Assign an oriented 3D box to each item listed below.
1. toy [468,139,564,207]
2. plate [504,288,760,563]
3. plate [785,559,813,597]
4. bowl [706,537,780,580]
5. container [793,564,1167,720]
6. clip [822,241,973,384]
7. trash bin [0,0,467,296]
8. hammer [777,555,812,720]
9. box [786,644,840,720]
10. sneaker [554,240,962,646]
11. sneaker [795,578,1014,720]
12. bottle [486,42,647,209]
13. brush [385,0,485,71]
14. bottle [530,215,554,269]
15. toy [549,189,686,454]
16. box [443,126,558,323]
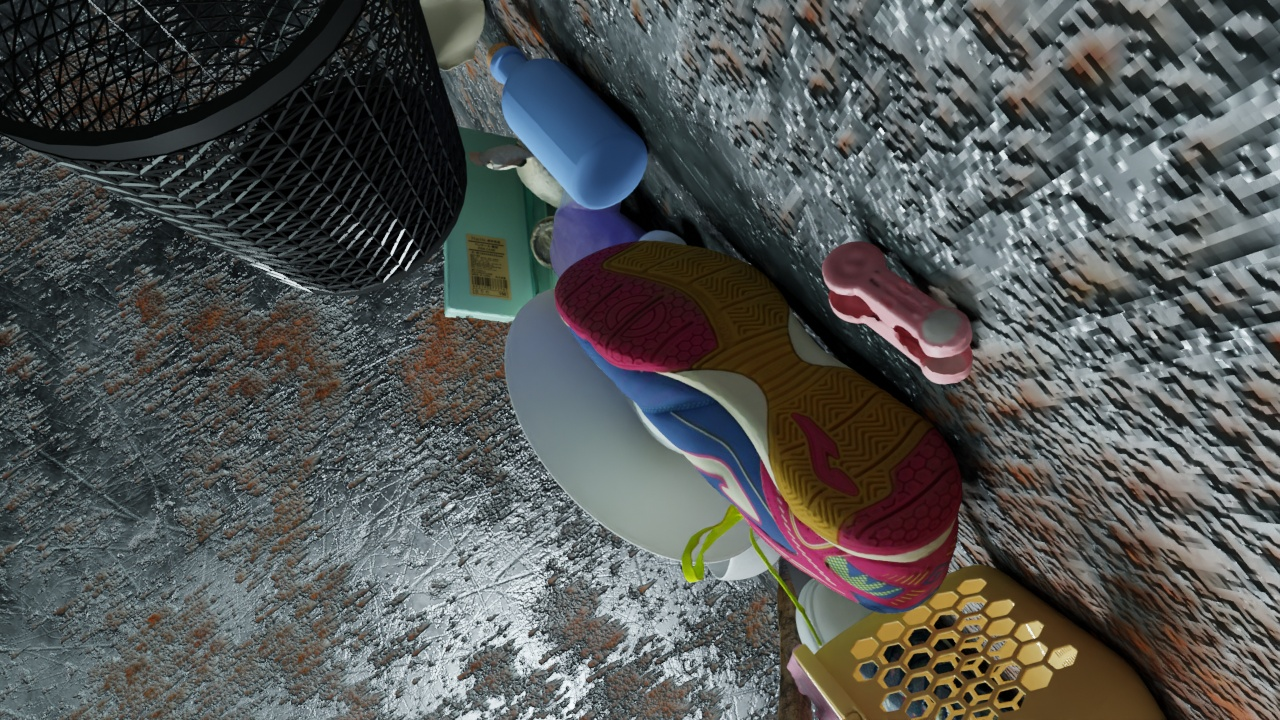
[{"bbox_3d":[-0.064,-0.136,0.656,0.112,0.050,0.087,29,-167,-39],"label":"toy"},{"bbox_3d":[0.014,0.029,0.634,0.229,0.030,0.228,27,-141,-24],"label":"plate"},{"bbox_3d":[0.168,0.204,0.804,0.173,0.019,0.172,54,-161,-30],"label":"plate"},{"bbox_3d":[0.086,0.109,0.754,0.132,0.064,0.132,174,91,-78],"label":"bowl"},{"bbox_3d":[0.146,0.209,0.399,0.183,0.167,0.129,56,175,-21],"label":"container"},{"bbox_3d":[0.080,-0.020,0.288,0.059,0.023,0.041,44,167,30],"label":"clip"},{"bbox_3d":[-0.210,-0.155,0.518,0.217,0.217,0.243,52,174,17],"label":"trash bin"},{"bbox_3d":[0.136,0.231,0.790,0.120,0.033,0.329,52,-161,-11],"label":"hammer"},{"bbox_3d":[0.228,0.284,0.657,0.172,0.075,0.233,5,-143,-46],"label":"box"},{"bbox_3d":[0.041,0.029,0.439,0.242,0.116,0.091,42,160,37],"label":"sneaker"},{"bbox_3d":[0.201,0.221,0.601,0.235,0.087,0.079,46,153,28],"label":"sneaker"},{"bbox_3d":[-0.050,-0.140,0.515,0.131,0.048,0.048,51,175,32],"label":"bottle"},{"bbox_3d":[-0.105,-0.216,0.528,0.077,0.062,0.272,51,173,-22],"label":"brush"},{"bbox_3d":[-0.049,-0.092,0.688,0.042,0.043,0.109,54,-163,-1],"label":"bottle"},{"bbox_3d":[0.012,-0.024,0.567,0.209,0.085,0.138,57,177,27],"label":"toy"},{"bbox_3d":[-0.093,-0.098,0.718,0.138,0.056,0.186,26,-136,-44],"label":"box"}]
